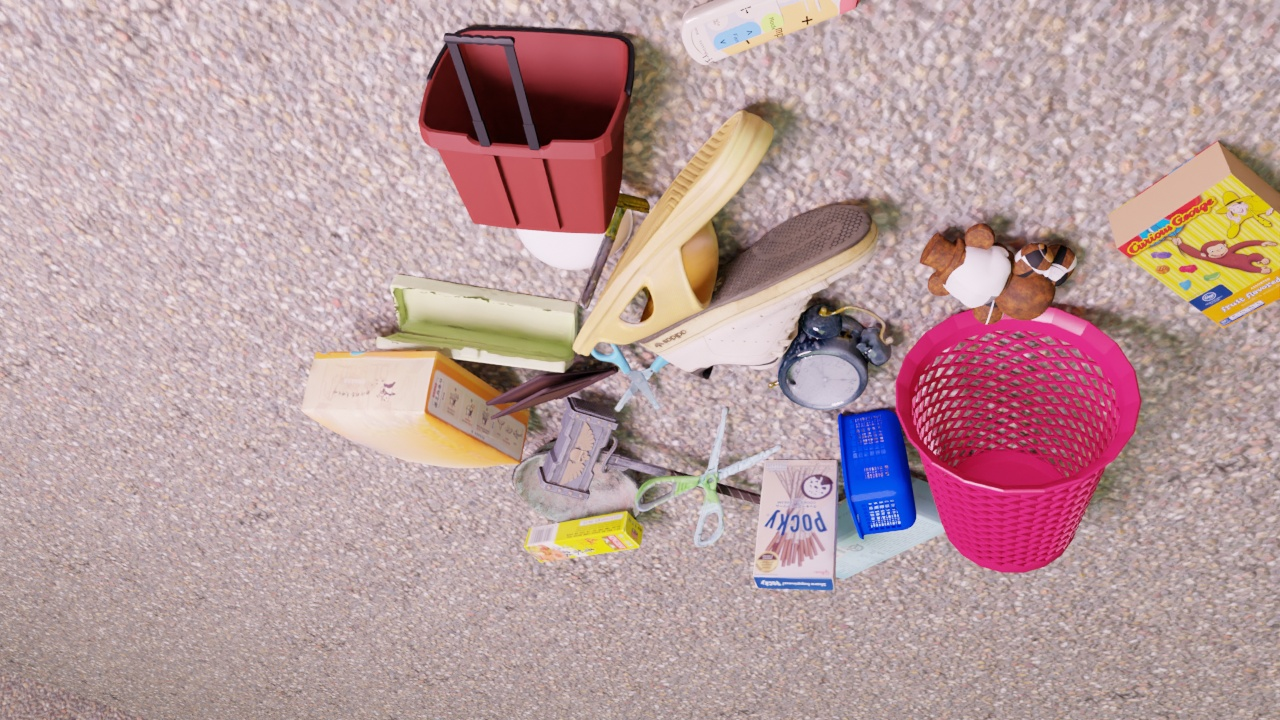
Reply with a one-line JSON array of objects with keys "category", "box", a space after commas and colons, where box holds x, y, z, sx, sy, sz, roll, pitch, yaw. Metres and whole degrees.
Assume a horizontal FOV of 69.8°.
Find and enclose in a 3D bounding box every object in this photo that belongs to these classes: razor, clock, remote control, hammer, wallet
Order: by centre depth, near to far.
[{"category": "remote control", "box": [0.088, -0.241, 0.632, 0.126, 0.018, 0.038, -13, 133, 24]}, {"category": "razor", "box": [-0.031, -0.091, 0.771, 0.042, 0.026, 0.106, 4, 119, -39]}, {"category": "clock", "box": [0.175, -0.007, 0.846, 0.090, 0.052, 0.130, 22, 134, -10]}, {"category": "wallet", "box": [-0.089, 0.031, 0.929, 0.092, 0.018, 0.115, -26, 170, 35]}, {"category": "hammer", "box": [0.053, 0.132, 1.018, 0.321, 0.044, 0.098, 18, 104, -19]}]

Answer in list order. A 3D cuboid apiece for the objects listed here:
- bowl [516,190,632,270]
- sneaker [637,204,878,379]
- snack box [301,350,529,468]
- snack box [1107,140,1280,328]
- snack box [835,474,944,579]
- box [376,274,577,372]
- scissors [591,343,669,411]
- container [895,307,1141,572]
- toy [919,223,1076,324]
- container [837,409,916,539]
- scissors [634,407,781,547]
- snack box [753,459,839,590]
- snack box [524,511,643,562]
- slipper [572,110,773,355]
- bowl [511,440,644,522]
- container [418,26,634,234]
[{"category": "bowl", "box": [-0.065, -0.114, 0.795, 0.110, 0.040, 0.110, 7, 139, 6]}, {"category": "sneaker", "box": [0.110, -0.042, 0.792, 0.242, 0.088, 0.102, -25, 120, 39]}, {"category": "snack box", "box": [-0.226, 0.059, 0.943, 0.145, 0.080, 0.195, 0, 160, 22]}, {"category": "snack box", "box": [0.436, -0.091, 0.690, 0.125, 0.040, 0.088, 29, 136, -18]}, {"category": "snack box", "box": [0.257, 0.189, 1.034, 0.075, 0.053, 0.175, 23, 139, -24]}, {"category": "box", "box": [-0.157, -0.029, 0.908, 0.188, 0.089, 0.078, 7, 158, 4]}, {"category": "scissors", "box": [-0.007, 0.005, 0.911, 0.125, 0.015, 0.136, 18, 126, -25]}, {"category": "container", "box": [0.334, 0.090, 0.832, 0.183, 0.182, 0.226, -4, 144, 18]}, {"category": "toy", "box": [0.284, -0.070, 0.742, 0.112, 0.067, 0.087, 26, 138, -1]}, {"category": "container", "box": [0.237, 0.111, 0.915, 0.058, 0.114, 0.096, -11, 134, 17]}, {"category": "scissors", "box": [0.077, 0.133, 0.997, 0.171, 0.023, 0.169, -21, 111, -3]}, {"category": "snack box", "box": [0.166, 0.171, 0.970, 0.082, 0.149, 0.026, -3, 135, 17]}, {"category": "snack box", "box": [-0.070, 0.214, 1.110, 0.148, 0.028, 0.040, -15, 132, 28]}, {"category": "slipper", "box": [0.035, -0.088, 0.755, 0.078, 0.099, 0.264, 31, 132, -12]}, {"category": "bowl", "box": [-0.070, 0.141, 1.082, 0.157, 0.038, 0.158, 7, 139, 6]}, {"category": "container", "box": [-0.080, -0.187, 0.652, 0.148, 0.126, 0.201, 6, 148, 8]}]
